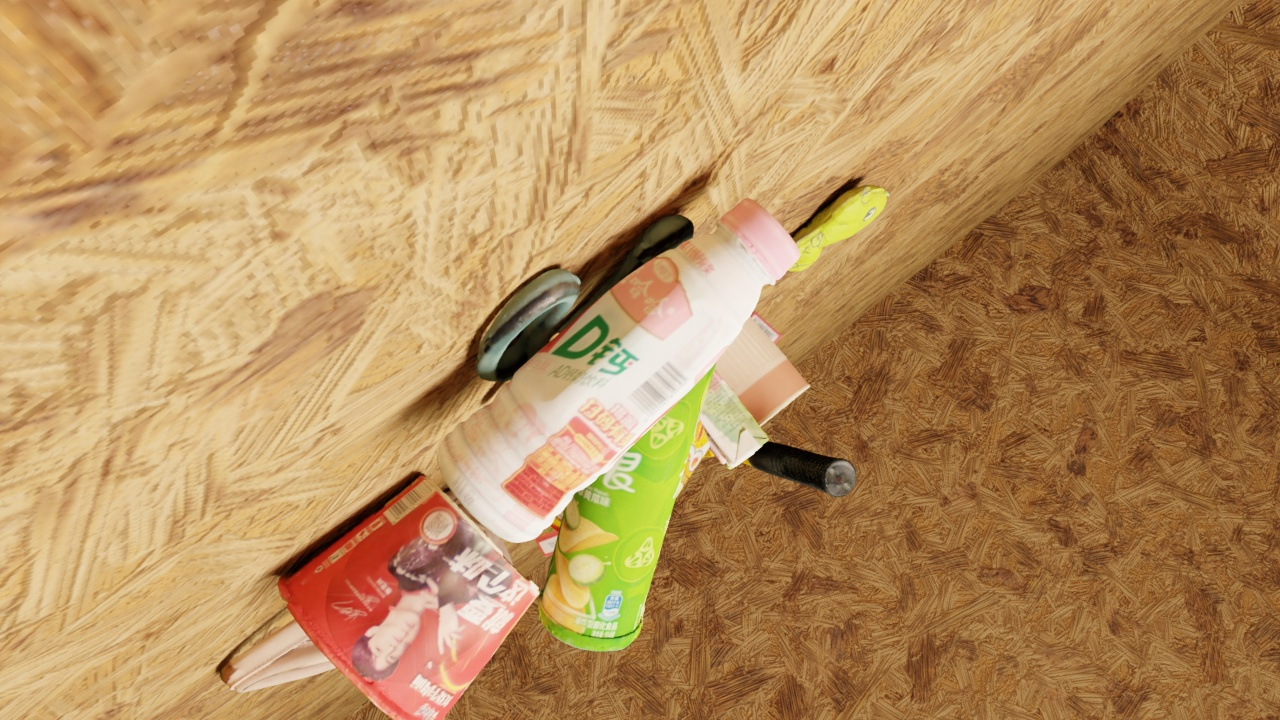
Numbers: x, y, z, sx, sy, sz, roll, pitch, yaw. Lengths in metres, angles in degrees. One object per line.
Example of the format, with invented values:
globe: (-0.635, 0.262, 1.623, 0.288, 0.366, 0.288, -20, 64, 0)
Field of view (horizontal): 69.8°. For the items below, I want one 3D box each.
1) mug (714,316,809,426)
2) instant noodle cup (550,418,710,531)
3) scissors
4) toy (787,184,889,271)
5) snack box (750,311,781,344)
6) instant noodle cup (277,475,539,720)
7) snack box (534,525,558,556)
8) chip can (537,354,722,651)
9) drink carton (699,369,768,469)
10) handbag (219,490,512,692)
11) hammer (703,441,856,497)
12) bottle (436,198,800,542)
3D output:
mug: (0.083, 0.019, 0.874, 0.115, 0.106, 0.081, -40, 171, 10)
instant noodle cup: (-0.017, 0.075, 0.707, 0.123, 0.116, 0.116, -48, 140, -24)
scissors: (-0.029, -0.023, 0.496, 0.170, 0.019, 0.177, -36, 170, -20)
toy: (0.160, -0.112, 0.764, 0.100, 0.031, 0.096, -34, 171, 4)
snack box: (0.088, 0.019, 1.034, 0.126, 0.044, 0.113, -45, 176, -27)
instant noodle cup: (-0.138, 0.147, 0.578, 0.108, 0.138, 0.138, -45, 173, -14)
snack box: (-0.038, 0.150, 0.971, 0.077, 0.027, 0.155, -26, -174, 39)
chip can: (-0.010, 0.079, 0.582, 0.072, 0.073, 0.221, -21, 130, -62)
drink carton: (0.057, 0.037, 0.810, 0.045, 0.122, 0.053, -36, 172, -8)
handbag: (-0.216, 0.202, 0.736, 0.234, 0.093, 0.194, -28, 169, -14)
hammer: (0.114, 0.090, 0.875, 0.128, 0.033, 0.301, -29, -170, -15)
bottle: (-0.008, 0.001, 0.447, 0.197, 0.068, 0.068, -43, 171, 3)
